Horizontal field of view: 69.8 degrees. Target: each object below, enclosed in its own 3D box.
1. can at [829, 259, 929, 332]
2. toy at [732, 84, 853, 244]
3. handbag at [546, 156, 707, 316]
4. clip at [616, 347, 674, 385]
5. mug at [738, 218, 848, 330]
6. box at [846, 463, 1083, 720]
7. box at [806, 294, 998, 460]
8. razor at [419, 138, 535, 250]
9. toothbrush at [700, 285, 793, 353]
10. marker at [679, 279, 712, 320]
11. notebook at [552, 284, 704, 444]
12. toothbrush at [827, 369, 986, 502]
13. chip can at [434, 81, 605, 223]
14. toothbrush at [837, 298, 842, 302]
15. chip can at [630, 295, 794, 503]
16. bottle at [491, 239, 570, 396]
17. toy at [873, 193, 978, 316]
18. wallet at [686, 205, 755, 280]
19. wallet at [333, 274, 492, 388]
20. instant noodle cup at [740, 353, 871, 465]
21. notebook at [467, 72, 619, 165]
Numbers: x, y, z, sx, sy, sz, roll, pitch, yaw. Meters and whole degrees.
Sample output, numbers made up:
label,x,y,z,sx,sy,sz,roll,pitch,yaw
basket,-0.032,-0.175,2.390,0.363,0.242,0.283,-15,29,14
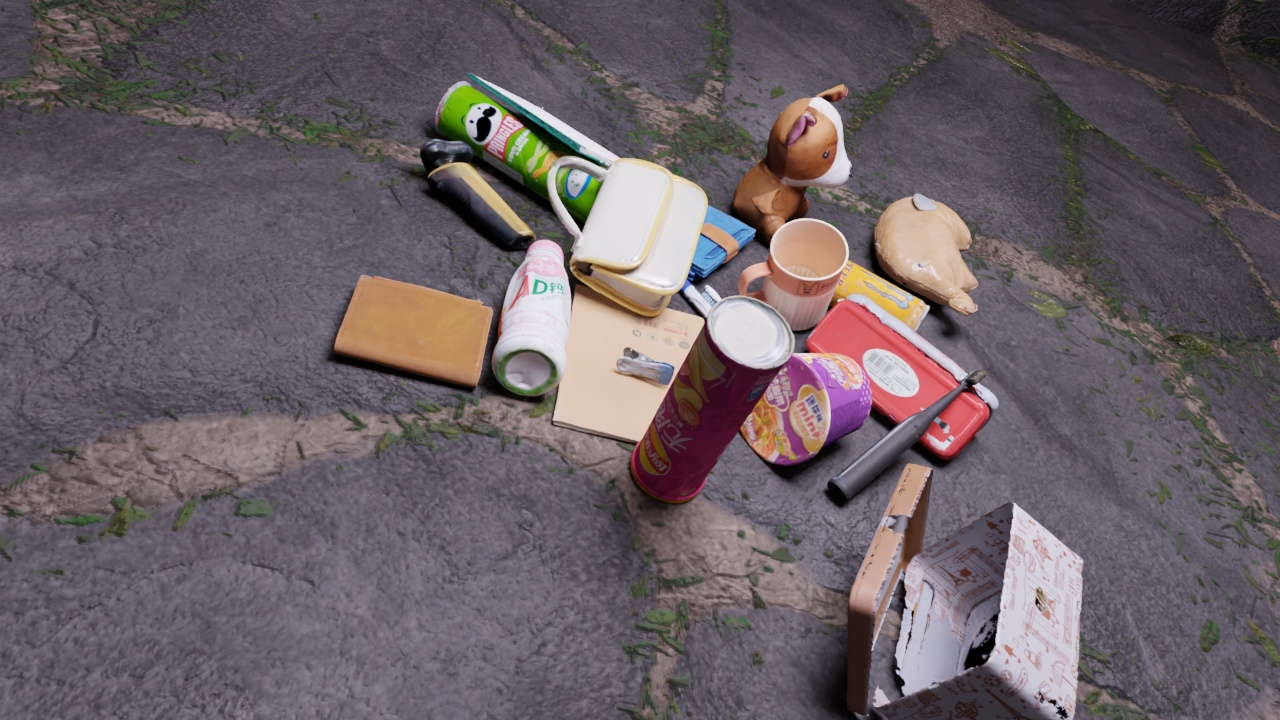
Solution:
label,x,y,z,sx,sy,sz,roll,pitch,yaw
can,0.266,-0.077,1.097,0.146,0.058,0.058,31,41,9
toy,0.195,-0.238,1.131,0.130,0.200,0.139,25,42,9
handbag,-0.024,-0.152,0.985,0.178,0.063,0.163,25,56,-10
clip,0.005,0.007,0.904,0.057,0.024,0.028,21,37,4
mug,0.164,-0.089,1.020,0.114,0.106,0.081,-15,61,-9
box,0.229,0.187,0.730,0.168,0.151,0.181,42,41,-4
box,0.288,0.016,1.009,0.201,0.095,0.099,41,8,19
razor,-0.179,-0.184,1.021,0.067,0.062,0.167,-41,73,-14
toothbrush,0.143,-0.010,0.995,0.221,0.026,0.026,45,20,24
marker,0.079,-0.049,1.015,0.016,0.017,0.145,-16,54,-36
notebook,-0.005,0.005,0.926,0.147,0.008,0.207,14,41,-9
toothbrush,0.268,0.069,0.907,0.212,0.027,0.026,-34,90,-19
chip can,-0.131,-0.242,1.089,0.236,0.072,0.072,34,42,12
toothbrush,0.307,-0.016,1.063,0.191,0.018,0.016,33,34,0
chip can,0.053,0.039,0.755,0.071,0.211,0.071,9,52,-13
bottle,-0.101,-0.051,0.903,0.068,0.068,0.196,14,38,-10
toy,0.368,-0.129,1.182,0.143,0.083,0.225,11,44,0
wallet,0.066,-0.149,1.103,0.106,0.040,0.132,32,42,18
wallet,-0.207,-0.036,0.860,0.130,0.035,0.118,14,41,-11
instant noodle cup,0.165,0.039,0.897,0.099,0.112,0.111,-12,51,-43
notebook,-0.099,-0.284,1.122,0.209,0.012,0.150,38,15,29
